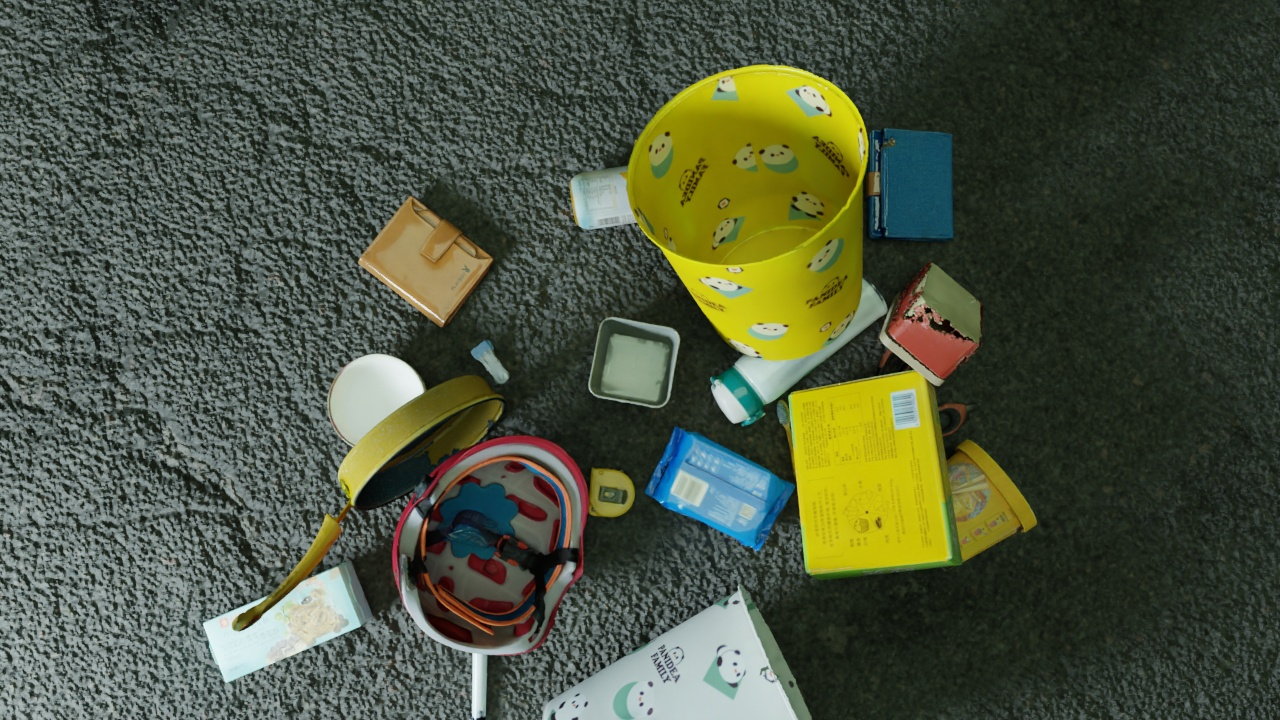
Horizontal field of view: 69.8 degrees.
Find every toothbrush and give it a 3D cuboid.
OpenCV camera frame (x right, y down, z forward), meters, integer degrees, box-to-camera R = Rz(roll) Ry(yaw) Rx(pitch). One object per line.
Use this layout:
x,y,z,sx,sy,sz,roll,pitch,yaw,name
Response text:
0.188,0.140,1.092,0.016,0.018,0.191,-15,86,26,toothbrush

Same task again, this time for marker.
-0.191,0.384,1.078,0.023,0.018,0.130,-1,86,10,marker

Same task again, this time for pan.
-0.289,0.147,0.980,0.356,0.198,0.078,-35,78,-20,pan

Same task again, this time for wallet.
0.326,-0.210,1.107,0.106,0.040,0.133,1,86,-8,wallet
-0.257,-0.120,1.109,0.132,0.031,0.108,38,89,2,wallet

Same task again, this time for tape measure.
-0.035,0.157,1.087,0.057,0.029,0.060,5,86,0,tape measure

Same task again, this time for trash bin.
0.048,0.399,0.980,0.252,0.229,0.229,-27,86,3,trash bin
0.132,-0.134,0.967,0.230,0.255,0.229,-8,63,15,trash bin

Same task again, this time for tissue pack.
0.092,0.149,1.076,0.157,0.052,0.095,26,88,2,tissue pack

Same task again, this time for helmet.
-0.173,0.191,1.024,0.207,0.144,0.240,29,82,-25,helmet

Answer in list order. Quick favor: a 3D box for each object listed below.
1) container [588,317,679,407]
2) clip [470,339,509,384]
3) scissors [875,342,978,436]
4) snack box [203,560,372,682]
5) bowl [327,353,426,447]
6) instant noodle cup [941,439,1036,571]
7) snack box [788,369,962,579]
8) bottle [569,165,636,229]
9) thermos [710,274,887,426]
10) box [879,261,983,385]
-0.006,0.006,1.055,0.090,0.114,0.090,11,86,1,container
-0.179,0.004,1.104,0.027,0.045,0.058,-34,96,-5,clip
0.298,0.066,1.098,0.226,0.015,0.189,-5,86,-1,scissors
-0.408,0.302,1.068,0.175,0.051,0.074,-23,87,-2,snack box
-0.303,0.051,1.080,0.113,0.062,0.113,0,86,-1,bowl
0.364,0.170,1.045,0.114,0.118,0.118,-37,86,6,instant noodle cup
0.255,0.128,1.014,0.158,0.070,0.209,-12,68,24,snack box
0.012,-0.201,1.093,0.189,0.068,0.068,-9,86,0,bottle
0.183,-0.011,1.080,0.224,0.073,0.073,-38,87,-2,thermos
0.332,-0.052,1.023,0.091,0.168,0.080,40,119,3,box
